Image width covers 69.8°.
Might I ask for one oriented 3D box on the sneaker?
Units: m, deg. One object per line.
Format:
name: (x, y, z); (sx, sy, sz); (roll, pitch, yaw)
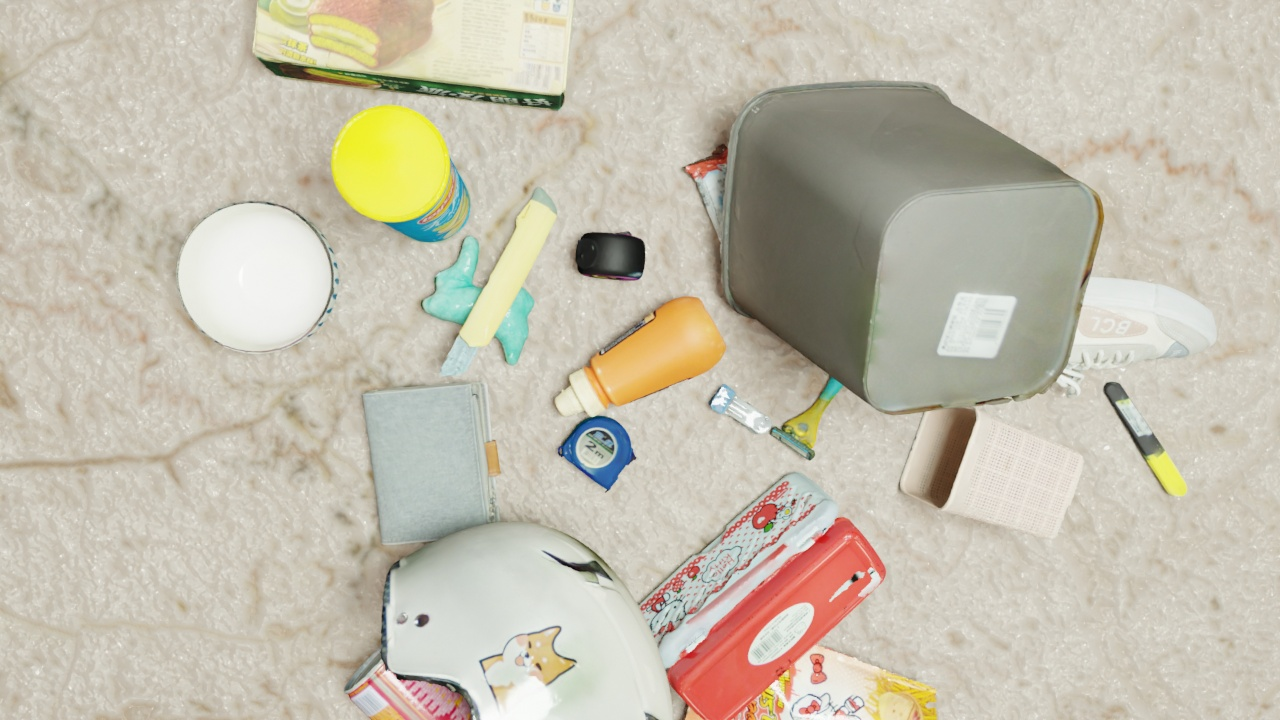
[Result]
sneaker: (0.373, -0.019, 0.783); (0.242, 0.089, 0.090); (10, 77, -3)

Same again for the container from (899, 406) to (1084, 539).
container: (0.302, 0.095, 0.787); (0.111, 0.090, 0.090); (19, 91, -9)

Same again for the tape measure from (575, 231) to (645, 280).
tape measure: (-0.024, -0.088, 0.757); (0.058, 0.057, 0.039); (6, 91, 2)

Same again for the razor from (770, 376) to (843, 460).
razor: (0.167, 0.022, 0.797); (0.043, 0.028, 0.132); (34, 93, 20)

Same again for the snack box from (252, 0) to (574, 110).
snack box: (-0.173, -0.273, 0.727); (0.240, 0.063, 0.114); (5, 92, -6)

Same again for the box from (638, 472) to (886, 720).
box: (0.097, 0.199, 0.778); (0.201, 0.100, 0.094); (-40, 118, -4)

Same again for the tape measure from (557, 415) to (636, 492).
tape measure: (-0.035, 0.075, 0.781); (0.058, 0.025, 0.054); (39, 87, -11)

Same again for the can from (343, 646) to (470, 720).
can: (-0.187, 0.279, 0.755); (0.066, 0.066, 0.094); (-43, 96, -2)

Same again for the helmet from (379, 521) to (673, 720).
helmet: (-0.064, 0.231, 0.694); (0.156, 0.230, 0.274); (-39, 84, -10)

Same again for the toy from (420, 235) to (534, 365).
toy: (-0.133, -0.052, 0.762); (0.092, 0.030, 0.096); (14, 86, -9)

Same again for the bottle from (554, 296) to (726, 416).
bottle: (-0.005, 0.004, 0.765); (0.149, 0.066, 0.067); (-29, 96, 4)

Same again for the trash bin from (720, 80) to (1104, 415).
trash bin: (0.187, -0.081, 0.666); (0.199, 0.219, 0.199); (-6, 119, -13)

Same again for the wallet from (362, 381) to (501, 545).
wallet: (-0.169, 0.084, 0.761); (0.106, 0.037, 0.130); (-5, 97, 3)

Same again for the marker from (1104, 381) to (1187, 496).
marker: (0.461, 0.072, 0.839); (0.018, 0.015, 0.124); (-34, 93, -4)

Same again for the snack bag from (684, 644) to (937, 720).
snack bag: (0.146, 0.308, 0.801); (0.208, 0.073, 0.128); (17, 92, 1)

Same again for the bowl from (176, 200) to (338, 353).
bowl: (-0.294, -0.065, 0.725); (0.116, 0.066, 0.116); (0, 93, -5)

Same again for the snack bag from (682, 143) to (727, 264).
snack bag: (0.074, -0.129, 0.780); (0.045, 0.026, 0.105); (-23, 96, -13)

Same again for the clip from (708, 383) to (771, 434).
clip: (0.088, 0.044, 0.797); (0.058, 0.037, 0.026); (33, 87, -4)

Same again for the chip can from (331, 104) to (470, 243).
chip can: (-0.164, -0.125, 0.662); (0.071, 0.210, 0.071); (0, 93, -7)

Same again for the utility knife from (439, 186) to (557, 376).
utility knife: (-0.112, -0.063, 0.744); (0.031, 0.019, 0.182); (28, 66, -7)
